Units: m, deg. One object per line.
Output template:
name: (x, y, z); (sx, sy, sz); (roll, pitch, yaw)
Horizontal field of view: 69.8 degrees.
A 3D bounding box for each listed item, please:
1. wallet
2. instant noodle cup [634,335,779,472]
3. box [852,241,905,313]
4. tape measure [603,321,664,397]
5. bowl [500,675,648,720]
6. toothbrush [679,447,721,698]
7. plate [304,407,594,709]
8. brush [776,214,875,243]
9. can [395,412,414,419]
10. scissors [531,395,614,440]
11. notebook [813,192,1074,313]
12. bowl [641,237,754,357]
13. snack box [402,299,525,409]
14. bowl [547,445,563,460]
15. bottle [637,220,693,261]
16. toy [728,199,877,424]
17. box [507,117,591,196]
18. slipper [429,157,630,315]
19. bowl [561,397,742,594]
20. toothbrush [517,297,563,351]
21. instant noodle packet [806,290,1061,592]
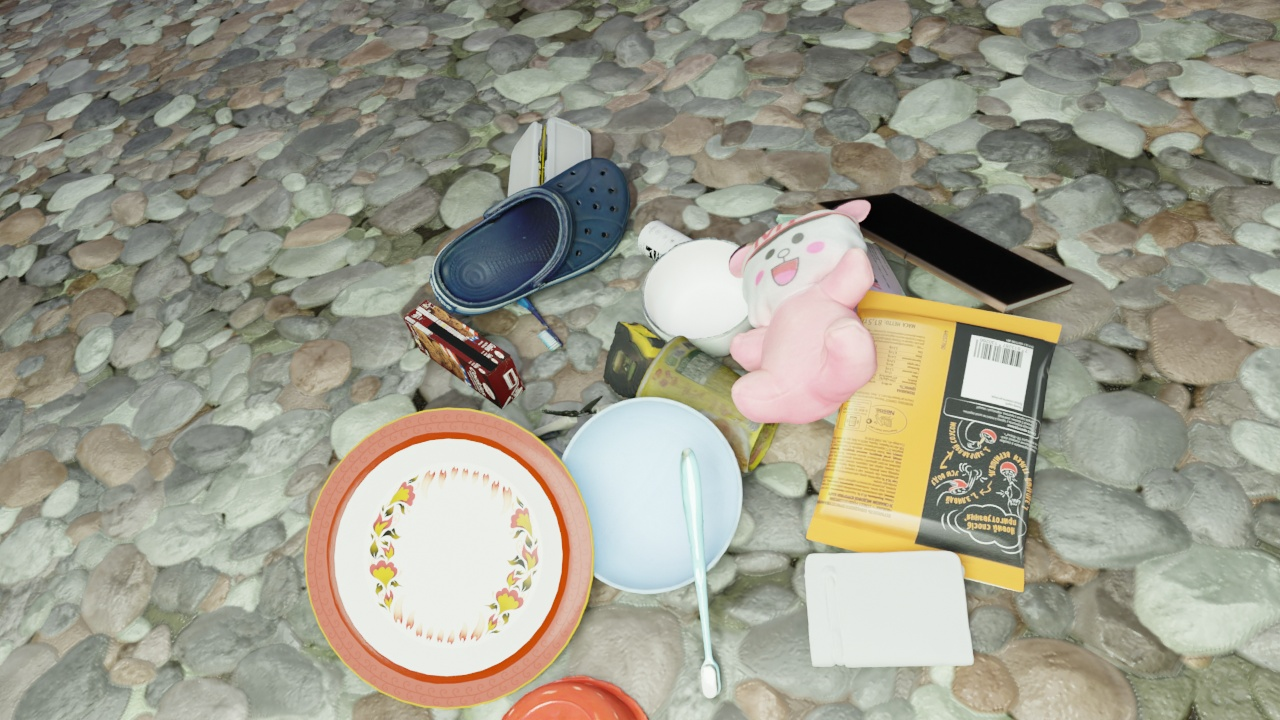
wallet: (0.179, 0.183, 0.672); (0.116, 0.032, 0.086); (-1, 63, 13)
instant noodle cup: (0.060, 0.044, 0.794); (0.108, 0.102, 0.102); (25, 58, 20)
box: (0.198, -0.040, 0.870); (0.101, 0.103, 0.201); (-44, 38, 29)
tape measure: (-0.005, 0.005, 0.860); (0.038, 0.067, 0.062); (5, 22, -42)
bowl: (-0.055, 0.275, 0.637); (0.130, 0.045, 0.130); (-8, 47, 8)
toothbrush: (0.043, 0.154, 0.676); (0.016, 0.016, 0.180); (-8, 80, 12)
plate: (-0.149, 0.153, 0.720); (0.230, 0.021, 0.229); (-1, 83, 5)
brush: (0.236, -0.119, 0.891); (0.217, 0.012, 0.033); (5, 44, -15)
can: (-0.194, 0.115, 0.805); (0.070, 0.070, 0.132); (-15, 46, 1)
scissors: (-0.048, 0.047, 0.800); (0.168, 0.158, 0.012); (-5, 74, -43)
notebook: (0.287, -0.109, 0.872); (0.141, 0.008, 0.209); (-15, 41, -42)
bowl: (0.063, -0.053, 0.883); (0.116, 0.066, 0.116); (-6, 61, 11)
snack box: (-0.180, -0.008, 0.928); (0.141, 0.051, 0.031); (30, 61, 35)
bowl: (-0.106, 0.111, 0.806); (0.106, 0.039, 0.106); (-8, 47, 8)
bottle: (0.048, -0.108, 0.968); (0.041, 0.041, 0.116); (-38, 50, -20)
toy: (0.136, -0.047, 0.763); (0.142, 0.084, 0.212); (-33, 37, 30)
box: (-0.112, -0.210, 1.120); (0.084, 0.080, 0.209); (19, 43, -23)
slipper: (-0.103, -0.131, 0.962); (0.252, 0.095, 0.105); (-36, 88, -23)
bowl: (0.014, 0.106, 0.738); (0.151, 0.074, 0.150); (-2, 84, 16)
toothbrush: (-0.132, -0.066, 0.995); (0.017, 0.016, 0.189); (-37, 49, -6)
instant noodle packet: (0.234, 0.055, 0.729); (0.160, 0.032, 0.220); (12, 71, 14)
